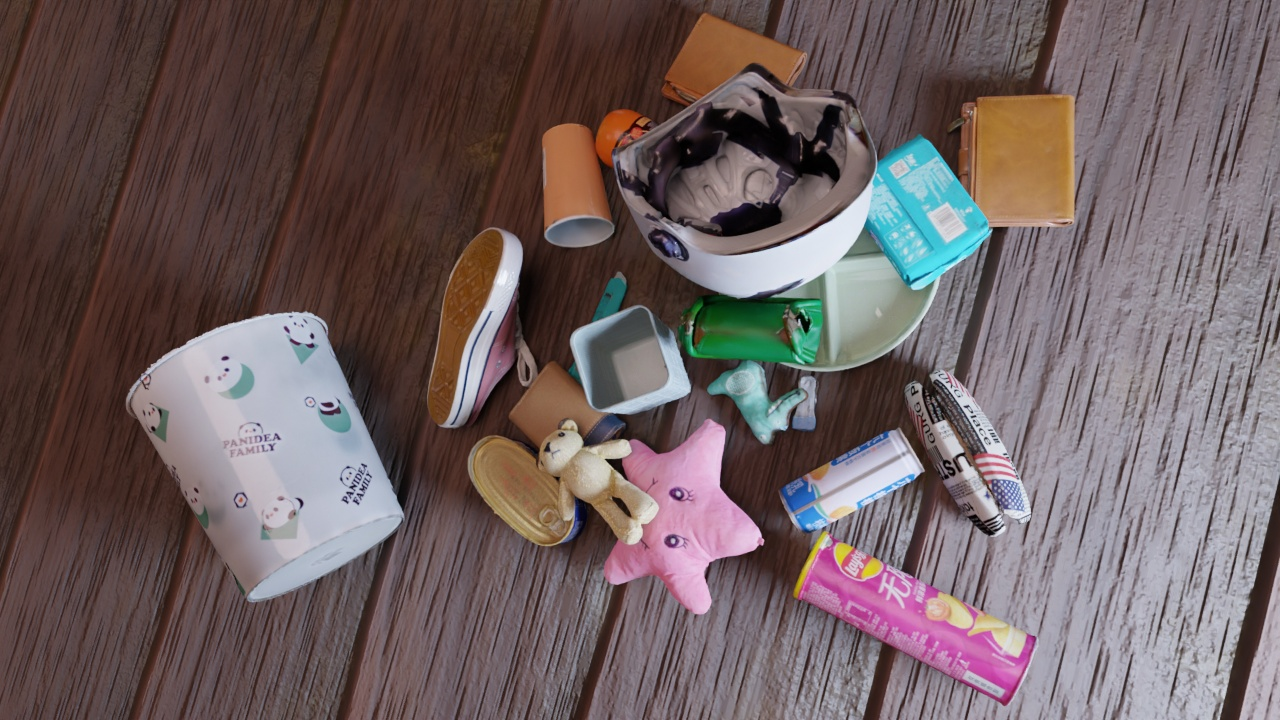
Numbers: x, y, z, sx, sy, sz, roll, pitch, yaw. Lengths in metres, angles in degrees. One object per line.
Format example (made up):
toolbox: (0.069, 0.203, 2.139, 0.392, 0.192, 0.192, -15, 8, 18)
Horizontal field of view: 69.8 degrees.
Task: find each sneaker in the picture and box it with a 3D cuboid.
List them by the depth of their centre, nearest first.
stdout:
sneaker: (-0.169, -0.033, 1.033, 0.118, 0.087, 0.241, 37, 116, 42)

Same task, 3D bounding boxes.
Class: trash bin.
trash bin: (-0.404, 0.112, 1.024, 0.230, 0.229, 0.252, -34, 78, 11)

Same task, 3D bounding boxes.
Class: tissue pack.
tissue pack: (0.267, -0.146, 0.894, 0.093, 0.050, 0.133, -33, 73, 12)

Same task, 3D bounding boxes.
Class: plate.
plate: (0.193, -0.101, 0.954, 0.230, 0.027, 0.230, -3, 81, 17)

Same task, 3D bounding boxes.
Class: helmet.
helmet: (0.108, -0.148, 0.882, 0.228, 0.146, 0.258, -38, 51, -13)

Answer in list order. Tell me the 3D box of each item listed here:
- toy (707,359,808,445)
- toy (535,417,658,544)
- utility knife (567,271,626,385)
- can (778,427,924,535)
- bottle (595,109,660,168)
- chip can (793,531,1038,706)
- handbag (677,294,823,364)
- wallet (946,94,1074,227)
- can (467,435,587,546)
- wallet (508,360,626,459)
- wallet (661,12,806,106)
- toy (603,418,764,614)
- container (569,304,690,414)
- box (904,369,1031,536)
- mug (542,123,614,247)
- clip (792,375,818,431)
toy: (0.125, 0.040, 0.952, 0.097, 0.030, 0.092, -37, 75, 29)
toy: (-0.047, 0.125, 0.934, 0.157, 0.066, 0.105, 38, 94, 32)
utility knife: (-0.052, -0.027, 1.031, 0.029, 0.013, 0.157, 23, 90, 20)
can: (0.207, 0.119, 0.903, 0.135, 0.053, 0.053, -31, 74, 12)
bottle: (0.026, -0.226, 1.013, 0.149, 0.066, 0.067, 23, 90, 13)
chip can: (0.254, 0.240, 0.861, 0.211, 0.071, 0.071, 25, 90, 19)
handbag: (0.109, -0.033, 0.896, 0.131, 0.120, 0.068, 4, 90, 17)
wallet: (0.365, -0.197, 0.907, 0.119, 0.035, 0.130, 2, 81, 18)
can: (-0.124, 0.143, 1.011, 0.148, 0.049, 0.074, 40, 95, 19)
wallet: (-0.082, 0.069, 1.012, 0.115, 0.033, 0.090, 41, 104, 18)
wallet: (0.101, -0.316, 1.014, 0.132, 0.031, 0.108, 29, 89, 20)
toy: (0.048, 0.154, 0.936, 0.179, 0.074, 0.194, 8, 86, 31)
container: (-0.006, 0.006, 0.959, 0.090, 0.111, 0.090, -21, 76, 13)
box: (0.318, 0.081, 0.867, 0.082, 0.075, 0.163, -24, 72, 2)
mug: (-0.076, -0.199, 1.035, 0.078, 0.078, 0.122, -13, 73, 16)
clip: (0.171, 0.044, 0.944, 0.026, 0.038, 0.058, 7, 82, 21)
